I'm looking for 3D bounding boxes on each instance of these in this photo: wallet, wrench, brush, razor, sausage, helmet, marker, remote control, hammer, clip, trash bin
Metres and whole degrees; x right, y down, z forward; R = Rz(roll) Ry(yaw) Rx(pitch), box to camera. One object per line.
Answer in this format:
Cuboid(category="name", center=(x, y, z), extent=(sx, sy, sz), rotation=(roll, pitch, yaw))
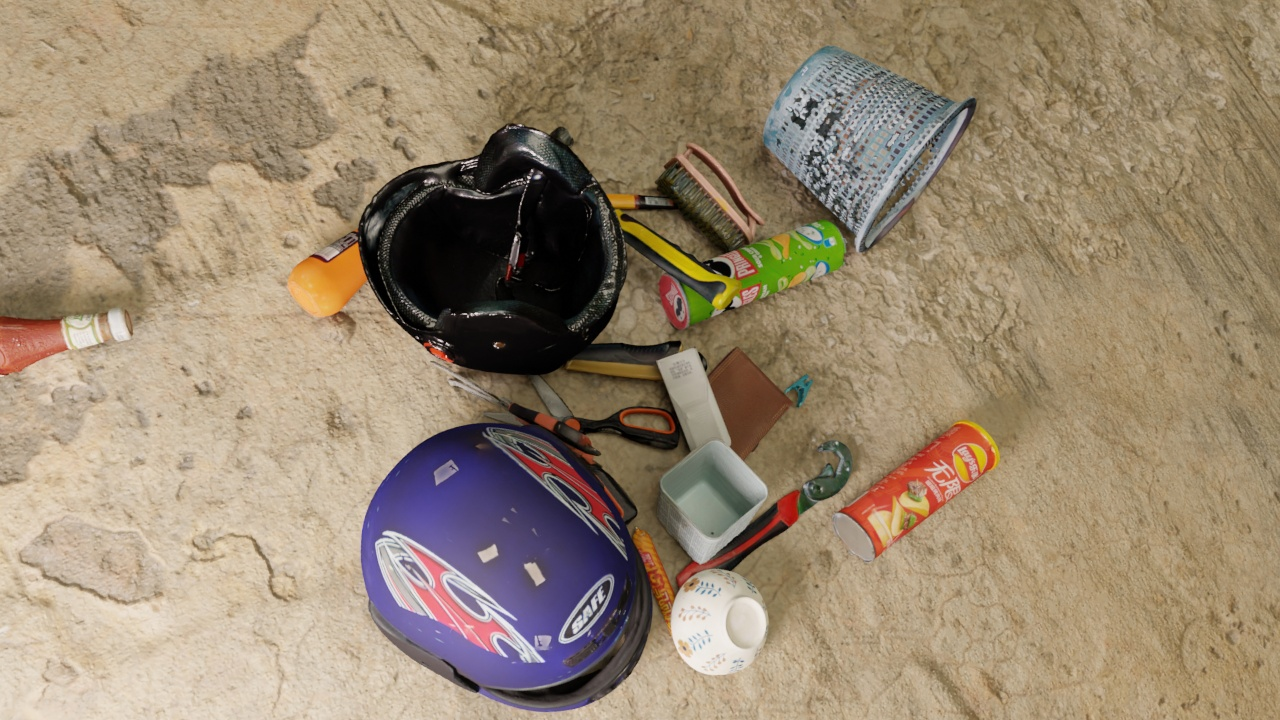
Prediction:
Cuboid(category="wallet", center=(0.112, 0.058, 1.099), extent=(0.101, 0.032, 0.124), rotation=(45, 69, 0))
Cuboid(category="wrench", center=(0.152, 0.186, 1.074), extent=(0.272, 0.016, 0.056), rotation=(-36, 84, -21))
Cuboid(category="brush", center=(0.090, -0.201, 1.149), extent=(0.145, 0.063, 0.073), rotation=(44, 81, -9))
Cuboid(category="razor", center=(-0.006, 0.006, 1.079), extent=(0.167, 0.062, 0.068), rotation=(4, 103, -7))
Cuboid(category="sausage", center=(0.027, 0.261, 1.017), extent=(0.021, 0.021, 0.165), rotation=(-20, 78, -19))
Cuboid(category="helmet", center=(-0.117, 0.203, 0.886), extent=(0.315, 0.241, 0.246), rotation=(40, 70, 0))
Cuboid(category="marker", center=(0.008, -0.200, 1.164), extent=(0.123, 0.015, 0.018), rotation=(-1, 75, -17))
Cuboid(category="remote control", center=(0.062, 0.049, 1.048), extent=(0.049, 0.024, 0.125), rotation=(-21, 96, 5))
Cuboid(category="hammer", center=(-0.023, -0.158, 1.087), extent=(0.323, 0.032, 0.126), rotation=(37, 69, 18))
Cuboid(category="clip", center=(0.195, 0.034, 1.124), extent=(0.038, 0.013, 0.055), rotation=(48, 41, -3))
Cuboid(category="helmet", center=(-0.151, -0.099, 0.979), extent=(0.275, 0.231, 0.233), rotation=(9, 66, 1))
Cuboid(category="trash bin", center=(0.274, -0.284, 1.163), extent=(0.195, 0.227, 0.226), rotation=(40, 67, 15))

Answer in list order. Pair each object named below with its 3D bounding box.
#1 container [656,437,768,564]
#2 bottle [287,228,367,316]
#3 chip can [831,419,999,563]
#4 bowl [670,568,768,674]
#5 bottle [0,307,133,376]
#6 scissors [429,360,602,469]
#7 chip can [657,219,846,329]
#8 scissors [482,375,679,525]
Cuboid(category="container", center=(0.073, 0.158, 1.006), extent=(0.090, 0.112, 0.090), rotation=(-36, 70, -21))
Cuboid(category="bottle", center=(-0.323, -0.114, 1.033), extent=(0.067, 0.067, 0.149), rotation=(41, 61, 1))
Cuboid(category="chip can", center=(0.330, 0.154, 1.098), extent=(0.216, 0.073, 0.073), rotation=(-30, 82, -20))
Cuboid(category="bowl", center=(0.096, 0.283, 0.990), extent=(0.113, 0.062, 0.113), rotation=(6, 77, -29))
Cuboid(category="bottle", center=(-0.629, -0.018, 0.926), extent=(0.205, 0.060, 0.059), rotation=(-13, 76, -17))
Cuboid(category="scissors", center=(-0.125, 0.060, 0.981), extent=(0.226, 0.189, 0.015), rotation=(36, 76, -21))
Cuboid(category="chip can", center=(0.140, -0.110, 1.136), extent=(0.235, 0.072, 0.072), rotation=(-21, 79, -19))
Cuboid(category="scissors", center=(-0.058, 0.088, 1.054), extent=(0.228, 0.022, 0.220), rotation=(-15, 72, -16))
